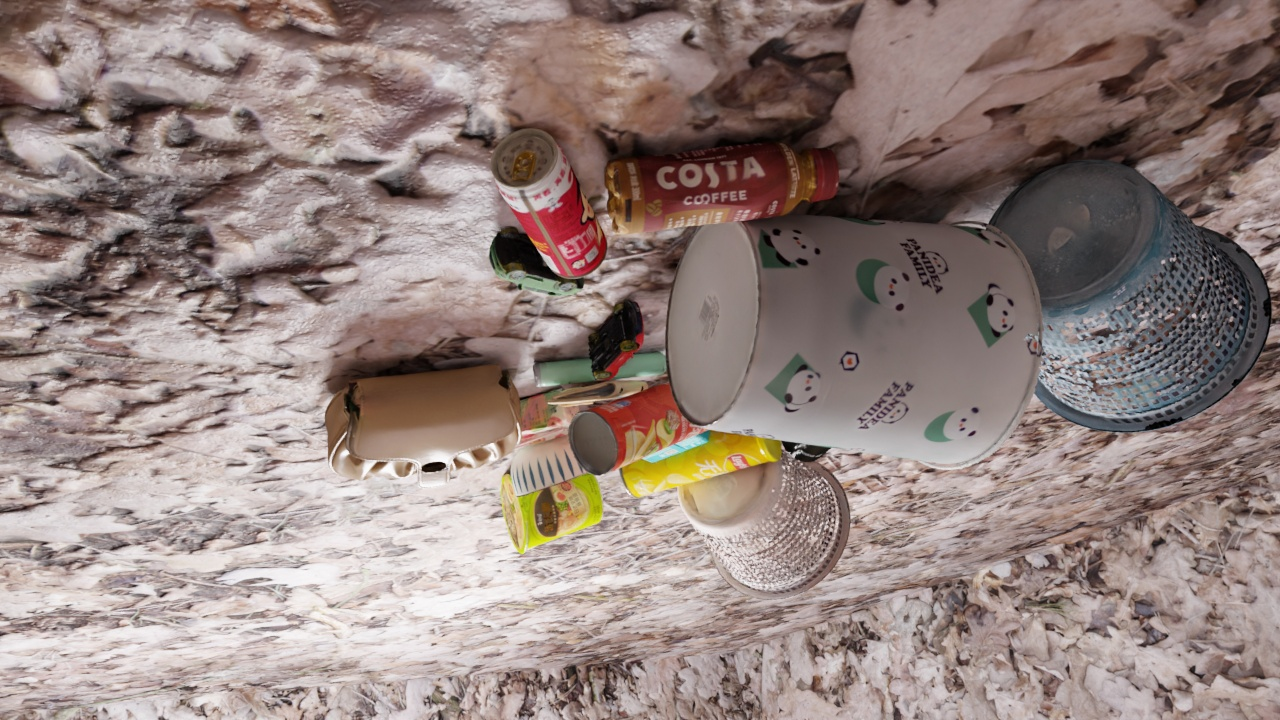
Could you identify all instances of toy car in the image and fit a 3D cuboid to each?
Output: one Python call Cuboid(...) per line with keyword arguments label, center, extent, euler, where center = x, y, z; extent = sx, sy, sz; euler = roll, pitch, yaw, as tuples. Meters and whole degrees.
Cuboid(label="toy car", center=(-0.022, -0.019, 0.917), extent=(0.031, 0.049, 0.107), euler=(1, 152, -27))
Cuboid(label="toy car", center=(-0.088, -0.079, 0.769), extent=(0.091, 0.043, 0.036), euler=(15, 145, -43))

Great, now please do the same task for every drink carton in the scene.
Cuboid(label="drink carton", center=(-0.134, 0.075, 1.073), extent=(0.123, 0.045, 0.053), euler=(-18, 156, 14))

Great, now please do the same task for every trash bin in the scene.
Cuboid(label="trash bin", center=(0.422, -0.073, 0.840), extent=(0.227, 0.226, 0.195), euler=(-29, 137, 32))
Cuboid(label="trash bin", center=(0.159, 0.203, 1.303), extent=(0.228, 0.227, 0.192), euler=(-22, 140, 22))
Cuboid(label="trash bin", center=(0.171, -0.024, 0.805), extent=(0.251, 0.229, 0.230), euler=(5, 151, -21))

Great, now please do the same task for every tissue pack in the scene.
Cuboid(label="tissue pack", center=(0.024, 0.084, 1.154), extent=(0.093, 0.050, 0.133), euler=(-24, 153, 22))

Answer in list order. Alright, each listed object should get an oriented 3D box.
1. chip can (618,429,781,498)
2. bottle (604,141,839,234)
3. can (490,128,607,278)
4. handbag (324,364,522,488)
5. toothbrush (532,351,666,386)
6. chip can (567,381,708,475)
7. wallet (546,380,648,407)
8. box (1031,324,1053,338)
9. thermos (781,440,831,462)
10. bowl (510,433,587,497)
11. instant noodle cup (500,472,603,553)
Cuboid(label="chip can", center=(0.077, 0.126, 1.225), extent=(0.214, 0.072, 0.072), euler=(-19, 154, 24))
Cuboid(label="bottle", center=(0.062, -0.134, 0.702), extent=(0.175, 0.057, 0.058), euler=(-8, 155, -8))
Cuboid(label="can", center=(-0.066, -0.115, 0.690), extent=(0.053, 0.053, 0.133), euler=(-15, 155, 7))
Cuboid(label="handbag", center=(-0.223, 0.071, 0.960), extent=(0.204, 0.099, 0.148), euler=(-7, 152, -18))
Cuboid(label="toothbrush", center=(-0.006, 0.006, 1.003), extent=(0.224, 0.026, 0.027), euler=(-5, 146, -14))
Cuboid(label="chip can", center=(0.021, 0.061, 0.997), extent=(0.216, 0.073, 0.073), euler=(-18, 165, -44))
Cuboid(label="wallet", center=(-0.049, 0.036, 1.013), extent=(0.087, 0.024, 0.115), euler=(-13, 177, 17))
Cuboid(label="box", center=(0.390, -0.042, 1.006), extent=(0.162, 0.088, 0.076), euler=(5, 135, -26))
Cuboid(label="thermos", center=(0.252, 0.049, 1.176), extent=(0.090, 0.068, 0.243), euler=(21, 146, -7))
Cuboid(label="bowl", center=(-0.108, 0.117, 1.128), extent=(0.116, 0.066, 0.116), euler=(-19, 178, -1))
Cuboid(label="instant noodle cup", center=(-0.121, 0.201, 1.287), extent=(0.123, 0.111, 0.112), euler=(-11, 157, -23))
